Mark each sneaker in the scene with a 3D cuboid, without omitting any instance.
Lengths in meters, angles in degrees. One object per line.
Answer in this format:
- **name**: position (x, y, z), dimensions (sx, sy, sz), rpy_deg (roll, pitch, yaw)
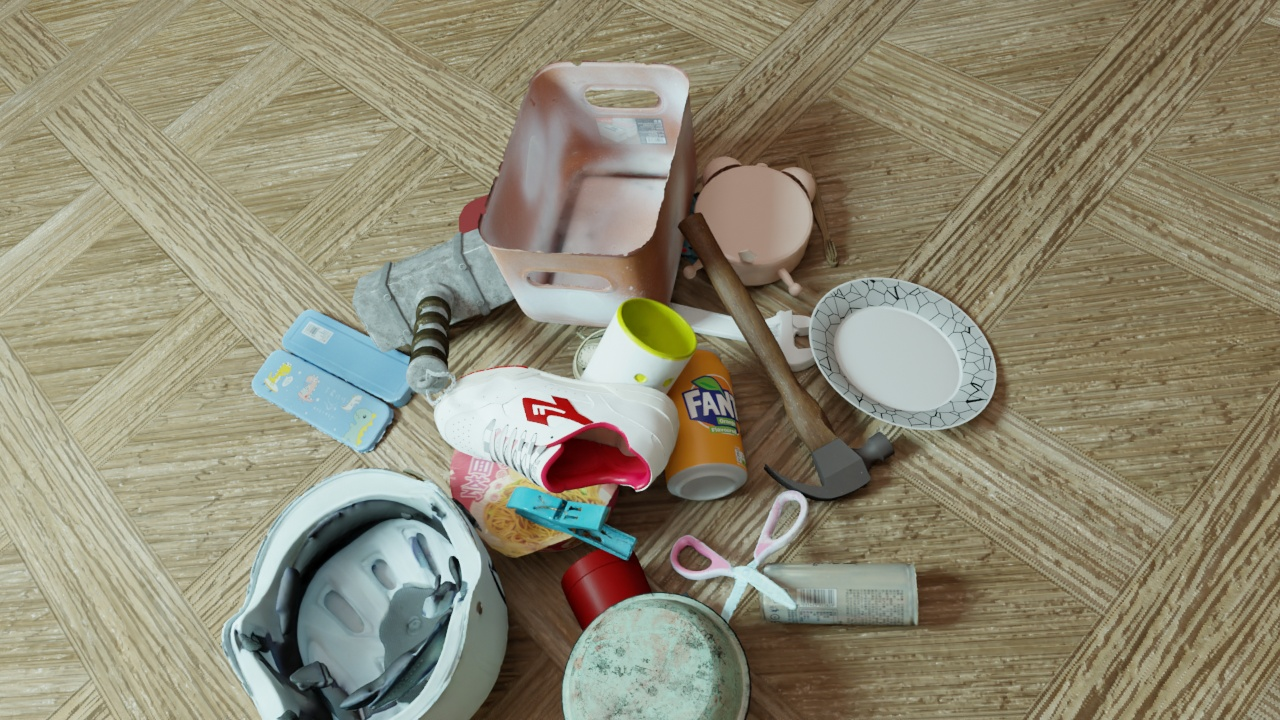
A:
- **sneaker**: position (-0.089, 0.073, 0.833), dimensions (0.237, 0.090, 0.104), rpy_deg (7, 33, 12)

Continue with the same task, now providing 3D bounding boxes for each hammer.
- **hammer**: position (0.125, -0.009, 0.916), dimensions (0.115, 0.033, 0.323), rpy_deg (-28, 75, -3)
- **hammer**: position (-0.219, -0.035, 0.964), dimensions (0.177, 0.079, 0.326), rpy_deg (-22, 27, 1)

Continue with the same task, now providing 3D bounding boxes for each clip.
- **clip**: position (-0.063, 0.146, 0.834), dimensions (0.120, 0.104, 0.027), rpy_deg (14, 61, 28)

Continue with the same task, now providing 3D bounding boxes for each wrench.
- **wrench**: position (0.070, -0.042, 1.014), dimensions (0.274, 0.018, 0.066), rpy_deg (13, 64, 23)

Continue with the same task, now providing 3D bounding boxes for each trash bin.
- **trash bin**: position (-0.043, -0.172, 0.990), dimensions (0.182, 0.157, 0.259), rpy_deg (5, 60, 13)

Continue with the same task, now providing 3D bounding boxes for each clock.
- **clock**: position (-0.027, 0.022, 0.979), dimensions (0.093, 0.055, 0.140), rpy_deg (-12, 55, 8)
- **clock**: position (0.125, -0.158, 1.018), dimensions (0.131, 0.086, 0.160), rpy_deg (10, 60, 5)

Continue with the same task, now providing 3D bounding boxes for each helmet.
- **helmet**: position (-0.232, 0.236, 0.842), dimensions (0.236, 0.164, 0.264), rpy_deg (-37, 52, -9)

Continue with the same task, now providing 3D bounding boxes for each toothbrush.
- **toothbrush**: position (0.204, -0.176, 1.058), dimensions (0.016, 0.016, 0.166), rpy_deg (-12, 57, 6)

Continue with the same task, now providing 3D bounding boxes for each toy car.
- **toy car**: position (0.058, -0.166, 1.083), dimensions (0.060, 0.027, 0.107), rpy_deg (-26, 57, -1)

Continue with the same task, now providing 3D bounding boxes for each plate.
- **plate**: position (0.258, -0.007, 0.915), dimensions (0.188, 0.016, 0.188), rpy_deg (5, 53, -6)

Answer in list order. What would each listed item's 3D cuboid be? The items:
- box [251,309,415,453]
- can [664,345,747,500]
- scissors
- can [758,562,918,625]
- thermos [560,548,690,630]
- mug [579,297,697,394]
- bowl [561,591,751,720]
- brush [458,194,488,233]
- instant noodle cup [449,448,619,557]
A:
- **box**: position (-0.362, 0.020, 1.089), dimensions (0.209, 0.021, 0.125), rpy_deg (23, 67, 26)
- **can**: position (0.058, 0.063, 0.916), dimensions (0.079, 0.079, 0.142), rpy_deg (-12, 58, 8)
- **scissors**: position (0.100, 0.175, 0.831), dimensions (0.173, 0.014, 0.171), rpy_deg (-39, 25, -17)
- **can**: position (0.175, 0.207, 0.815), dimensions (0.136, 0.054, 0.054), rpy_deg (-3, 59, 13)
- **thermos**: position (0.012, 0.262, 0.810), dimensions (0.108, 0.084, 0.198), rpy_deg (-21, 54, -13)
- **mug**: position (-0.005, 0.005, 0.882), dimensions (0.082, 0.106, 0.082), rpy_deg (20, 36, -16)
- **bowl**: position (0.008, 0.256, 0.735), dimensions (0.157, 0.038, 0.157), rpy_deg (-7, 55, 10)
- **brush**: position (-0.136, -0.178, 1.134), dimensions (0.173, 0.042, 0.082), rpy_deg (-20, 57, 3)
- **instant noodle cup**: position (-0.095, 0.117, 0.928), dimensions (0.179, 0.078, 0.178), rpy_deg (-6, 60, 10)
